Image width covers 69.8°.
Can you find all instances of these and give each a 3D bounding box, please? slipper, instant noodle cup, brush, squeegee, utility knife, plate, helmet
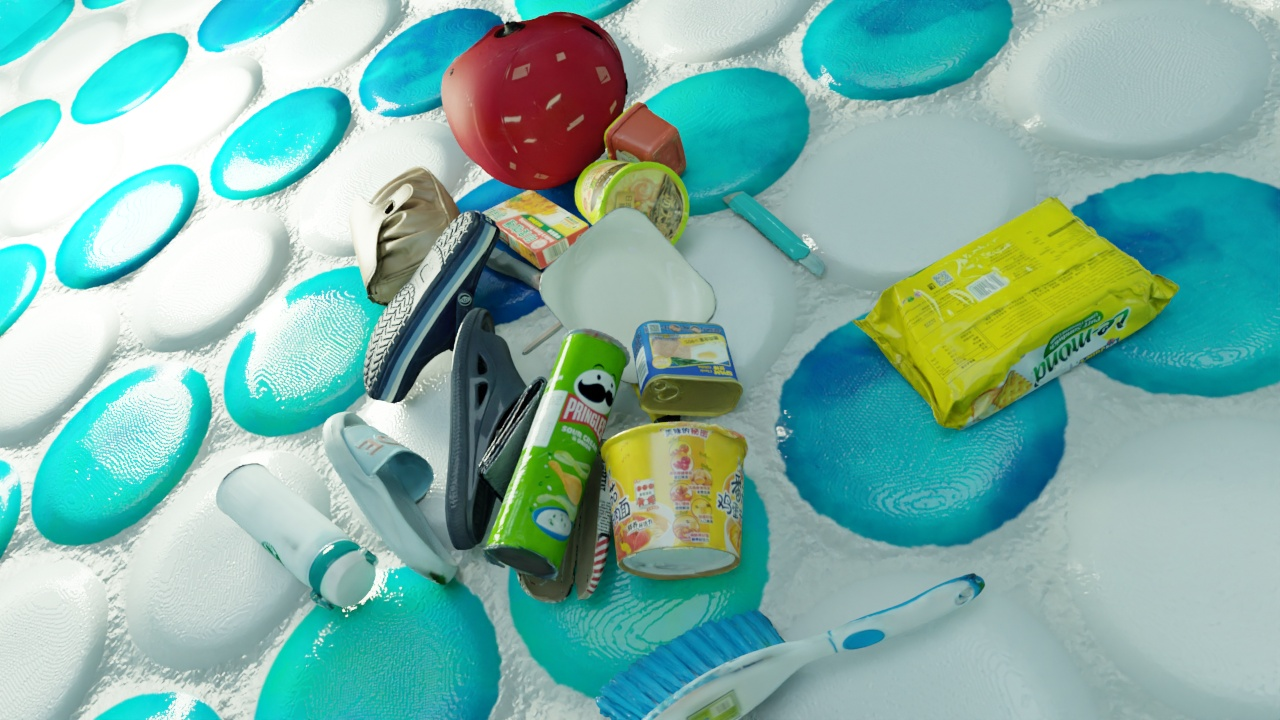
[{"bbox_3d":[-0.153,0.069,0.968,0.083,0.111,0.267,-1,59,1],"label":"slipper"},{"bbox_3d":[-0.020,-0.186,1.075,0.111,0.112,0.123,-38,32,-8],"label":"instant noodle cup"},{"bbox_3d":[0.121,0.233,0.744,0.314,0.060,0.109,-26,18,-13],"label":"brush"},{"bbox_3d":[0.032,0.131,0.824,0.138,0.138,0.109,-10,61,15],"label":"instant noodle cup"},{"bbox_3d":[-0.119,-0.100,1.108,0.250,0.040,0.247,24,52,39],"label":"squeegee"},{"bbox_3d":[-0.006,0.006,0.999,0.033,0.015,0.202,-16,47,-18],"label":"utility knife"},{"bbox_3d":[-0.016,-0.068,0.998,0.164,0.034,0.163,47,66,-4],"label":"plate"},{"bbox_3d":[-0.254,0.130,0.958,0.074,0.104,0.245,-41,56,-6],"label":"slipper"},{"bbox_3d":[-0.116,-0.313,1.136,0.240,0.207,0.144,-34,34,4],"label":"helmet"},{"bbox_3d":[0.152,-0.147,1.047,0.029,0.013,0.182,-37,50,-2],"label":"utility knife"},{"bbox_3d":[-0.238,-0.058,1.091,0.253,0.095,0.105,-57,28,3],"label":"slipper"}]

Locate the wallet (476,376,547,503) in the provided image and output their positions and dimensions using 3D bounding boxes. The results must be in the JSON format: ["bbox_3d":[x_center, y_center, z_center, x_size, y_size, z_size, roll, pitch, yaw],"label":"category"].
[{"bbox_3d":[-0.112,0.089,0.930,0.019,0.097,0.120,18,63,29],"label":"wallet"}]

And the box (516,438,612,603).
[{"bbox_3d":[-0.064,0.147,0.881,0.087,0.075,0.161,-34,38,38],"label":"box"}]

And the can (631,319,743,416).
[{"bbox_3d":[0.045,0.007,0.933,0.102,0.057,0.083,3,48,-15],"label":"can"}]

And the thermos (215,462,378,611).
[{"bbox_3d":[-0.369,0.188,0.982,0.224,0.073,0.073,26,68,34],"label":"thermos"}]

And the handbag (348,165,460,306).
[{"bbox_3d":[-0.306,-0.167,1.191,0.148,0.100,0.204,-31,47,2],"label":"handbag"}]

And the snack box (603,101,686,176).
[{"bbox_3d":[0.008,-0.259,1.140,0.080,0.091,0.082,35,73,29],"label":"snack box"}]

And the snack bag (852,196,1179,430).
[{"bbox_3d":[0.344,-0.052,0.867,0.246,0.068,0.158,-30,50,0],"label":"snack bag"}]

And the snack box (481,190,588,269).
[{"bbox_3d":[-0.131,-0.166,1.143,0.077,0.027,0.156,-31,40,-19],"label":"snack box"}]

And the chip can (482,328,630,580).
[{"bbox_3d":[-0.076,0.084,0.862,0.072,0.072,0.235,3,56,24],"label":"chip can"}]
